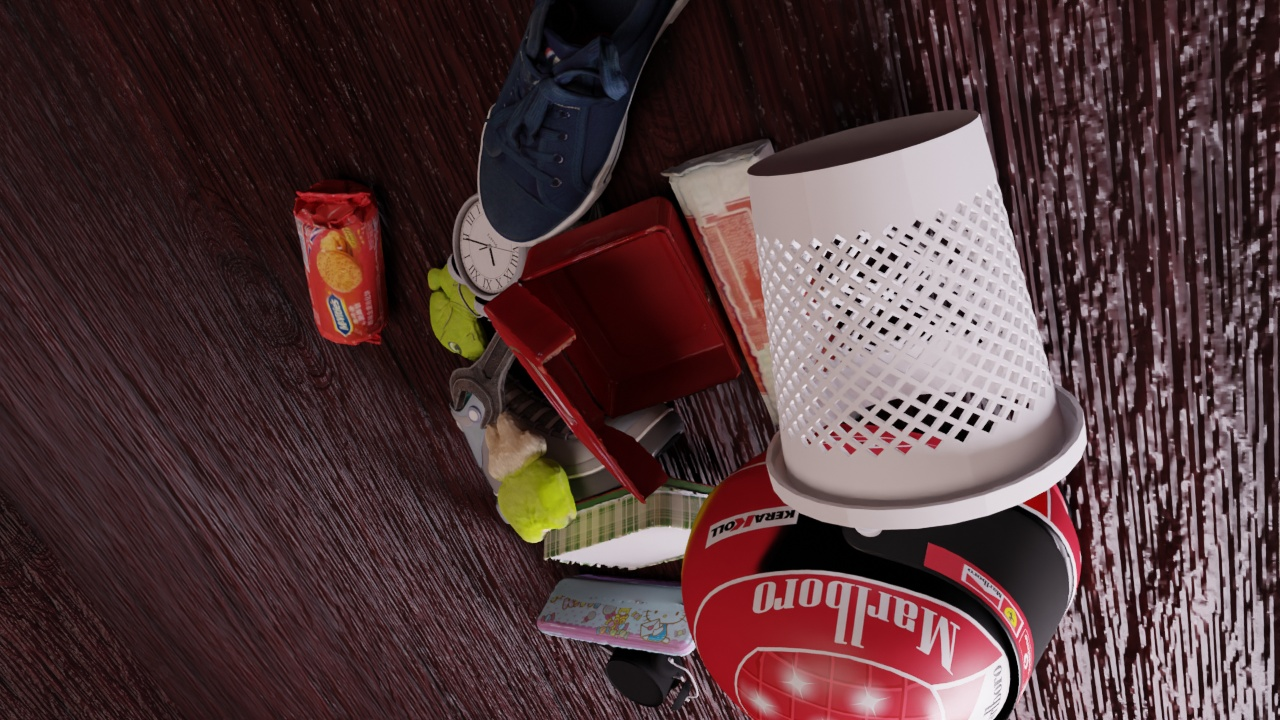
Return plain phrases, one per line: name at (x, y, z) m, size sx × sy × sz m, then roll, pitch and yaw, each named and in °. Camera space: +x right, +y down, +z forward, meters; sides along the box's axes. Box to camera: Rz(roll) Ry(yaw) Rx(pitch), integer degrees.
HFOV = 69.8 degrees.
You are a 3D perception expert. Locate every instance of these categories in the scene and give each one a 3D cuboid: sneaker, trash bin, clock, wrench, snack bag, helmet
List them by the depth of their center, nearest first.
trash bin at (0.153, -0.035, 0.561) m, size 0.196 × 0.194 × 0.200 m, roll -3°, pitch 112°, yaw 37°
sneaker at (-0.054, -0.175, 0.603) m, size 0.121 × 0.127 × 0.295 m, roll 40°, pitch 132°, yaw 6°
helmet at (0.161, 0.166, 0.638) m, size 0.271 × 0.224 × 0.198 m, roll 7°, pitch 125°, yaw 17°
snack bag at (0.096, -0.051, 0.681) m, size 0.078 × 0.041 × 0.225 m, roll -7°, pitch 118°, yaw 38°
clock at (-0.123, -0.089, 0.776) m, size 0.094 × 0.035 × 0.123 m, roll 52°, pitch 126°, yaw 22°
wrench at (-0.104, -0.039, 0.804) m, size 0.070 × 0.010 × 0.274 m, roll 48°, pitch 126°, yaw 18°
sneaker at (-0.083, 0.054, 0.868) m, size 0.257 × 0.092 × 0.160 m, roll -30°, pitch 95°, yaw 44°
snack bag at (-0.290, -0.095, 0.895) m, size 0.082 × 0.082 × 0.177 m, roll 24°, pitch 134°, yaw 17°
clock at (0.013, 0.364, 1.072) m, size 0.121 × 0.042 × 0.091 m, roll 2°, pitch 125°, yaw 34°

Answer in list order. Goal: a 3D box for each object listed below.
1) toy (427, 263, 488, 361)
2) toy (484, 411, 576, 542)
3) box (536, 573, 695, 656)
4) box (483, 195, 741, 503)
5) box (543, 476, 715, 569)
toy at (-0.173, -0.046, 0.879) m, size 0.094 × 0.036 × 0.094 m, roll 50°, pitch 134°, yaw -1°
toy at (-0.104, 0.103, 0.825) m, size 0.092 × 0.043 × 0.118 m, roll -35°, pitch 81°, yaw 45°
box at (-0.006, 0.286, 0.986) m, size 0.215 × 0.092 × 0.089 m, roll -5°, pitch 120°, yaw 38°
box at (-0.008, -0.021, 0.686) m, size 0.152 × 0.165 × 0.157 m, roll 32°, pitch 159°, yaw 51°
box at (0.003, 0.157, 0.863) m, size 0.117 × 0.050 × 0.206 m, roll 13°, pitch 156°, yaw -30°
